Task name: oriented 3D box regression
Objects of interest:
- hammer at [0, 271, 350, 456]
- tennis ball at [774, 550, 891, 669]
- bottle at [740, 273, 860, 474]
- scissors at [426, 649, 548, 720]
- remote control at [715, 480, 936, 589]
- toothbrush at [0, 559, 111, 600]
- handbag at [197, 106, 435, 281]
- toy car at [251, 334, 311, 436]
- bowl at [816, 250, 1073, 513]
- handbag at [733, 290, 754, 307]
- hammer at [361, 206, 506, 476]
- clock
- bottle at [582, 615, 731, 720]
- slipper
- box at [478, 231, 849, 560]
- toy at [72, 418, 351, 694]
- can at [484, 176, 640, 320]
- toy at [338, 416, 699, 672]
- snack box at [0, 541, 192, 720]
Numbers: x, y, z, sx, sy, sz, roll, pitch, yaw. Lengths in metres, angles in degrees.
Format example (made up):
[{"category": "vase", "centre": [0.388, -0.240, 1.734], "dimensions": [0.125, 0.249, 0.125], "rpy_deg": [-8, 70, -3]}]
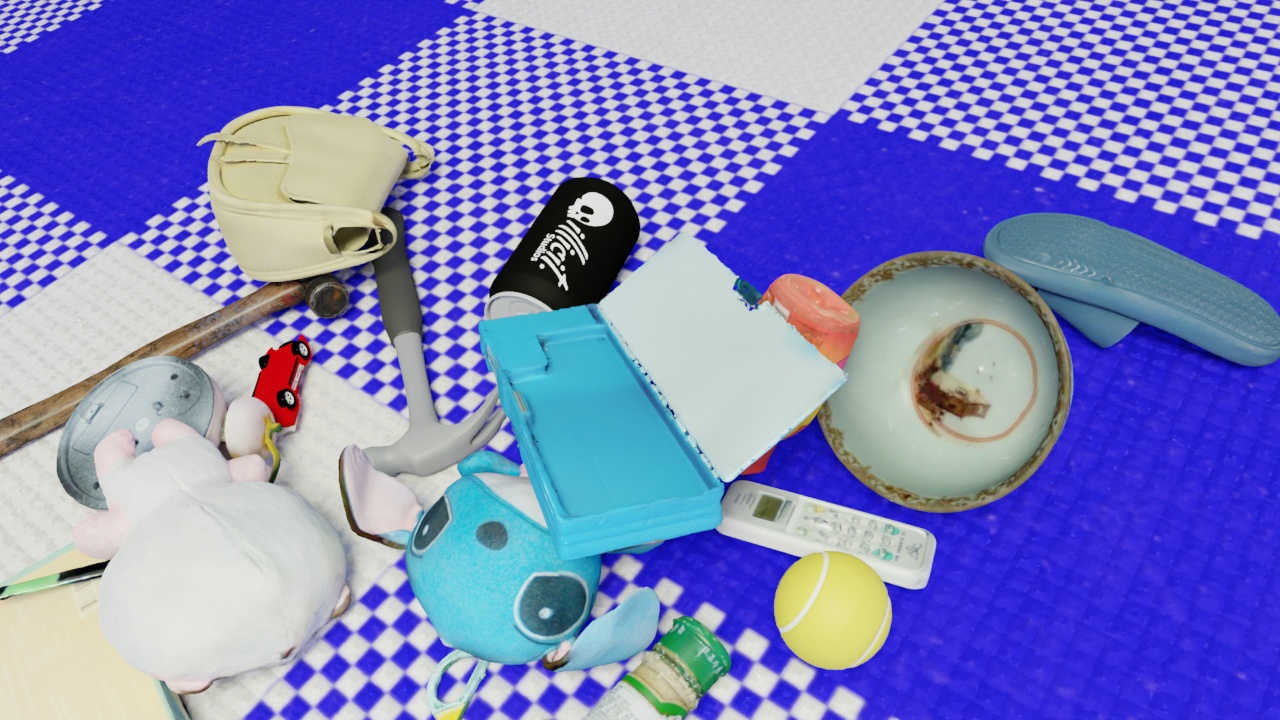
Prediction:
[{"category": "hammer", "centre": [-0.406, -0.001, 0.749], "dimensions": [0.329, 0.033, 0.120], "rpy_deg": [-31, 42, -17]}, {"category": "tennis ball", "centre": [0.109, 0.141, 0.521], "dimensions": [0.065, 0.065, 0.065], "rpy_deg": [-4, 48, 4]}, {"category": "bottle", "centre": [0.086, 0.014, 0.597], "dimensions": [0.048, 0.134, 0.071], "rpy_deg": [2, 35, -40]}, {"category": "scissors", "centre": [-0.112, 0.216, 0.522], "dimensions": [0.127, 0.012, 0.123], "rpy_deg": [-15, 46, -7]}, {"category": "remote control", "centre": [0.114, 0.110, 0.574], "dimensions": [0.133, 0.022, 0.050], "rpy_deg": [13, 30, 19]}, {"category": "toothbrush", "centre": [-0.313, 0.125, 0.591], "dimensions": [0.187, 0.017, 0.014], "rpy_deg": [-10, 41, -28]}, {"category": "handbag", "centre": [-0.288, -0.155, 0.802], "dimensions": [0.191, 0.089, 0.232], "rpy_deg": [-6, 34, 2]}, {"category": "toy car", "centre": [-0.280, 0.019, 0.714], "dimensions": [0.038, 0.025, 0.089], "rpy_deg": [-21, 41, 13]}, {"category": "bowl", "centre": [0.203, 0.013, 0.589], "dimensions": [0.160, 0.160, 0.093], "rpy_deg": [38, 23, 34]}, {"category": "handbag", "centre": [0.058, -0.014, 0.689], "dimensions": [0.084, 0.027, 0.178], "rpy_deg": [-39, 51, -16]}, {"category": "hammer", "centre": [-0.190, -0.032, 0.747], "dimensions": [0.125, 0.030, 0.310], "rpy_deg": [-18, 48, -7]}, {"category": "clock", "centre": [-0.325, 0.065, 0.646], "dimensions": [0.158, 0.059, 0.116], "rpy_deg": [15, 65, 20]}, {"category": "bottle", "centre": [0.001, 0.192, 0.507], "dimensions": [0.043, 0.043, 0.109], "rpy_deg": [33, 60, 32]}, {"category": "slipper", "centre": [0.352, -0.050, 0.666], "dimensions": [0.214, 0.059, 0.103], "rpy_deg": [22, 45, 8]}, {"category": "box", "centre": [0.001, 0.013, 0.564], "dimensions": [0.175, 0.060, 0.243], "rpy_deg": [-26, 32, -6]}, {"category": "toy", "centre": [-0.266, 0.110, 0.560], "dimensions": [0.138, 0.102, 0.179], "rpy_deg": [-28, 69, -40]}, {"category": "can", "centre": [-0.060, -0.076, 0.732], "dimensions": [0.080, 0.080, 0.145], "rpy_deg": [12, 51, 19]}, {"category": "toy", "centre": [-0.069, 0.092, 0.573], "dimensions": [0.224, 0.099, 0.190], "rpy_deg": [21, 48, 24]}, {"category": "snack box", "centre": [-0.359, 0.209, 0.542], "dimensions": [0.141, 0.044, 0.193], "rpy_deg": [-33, 52, -21]}]
